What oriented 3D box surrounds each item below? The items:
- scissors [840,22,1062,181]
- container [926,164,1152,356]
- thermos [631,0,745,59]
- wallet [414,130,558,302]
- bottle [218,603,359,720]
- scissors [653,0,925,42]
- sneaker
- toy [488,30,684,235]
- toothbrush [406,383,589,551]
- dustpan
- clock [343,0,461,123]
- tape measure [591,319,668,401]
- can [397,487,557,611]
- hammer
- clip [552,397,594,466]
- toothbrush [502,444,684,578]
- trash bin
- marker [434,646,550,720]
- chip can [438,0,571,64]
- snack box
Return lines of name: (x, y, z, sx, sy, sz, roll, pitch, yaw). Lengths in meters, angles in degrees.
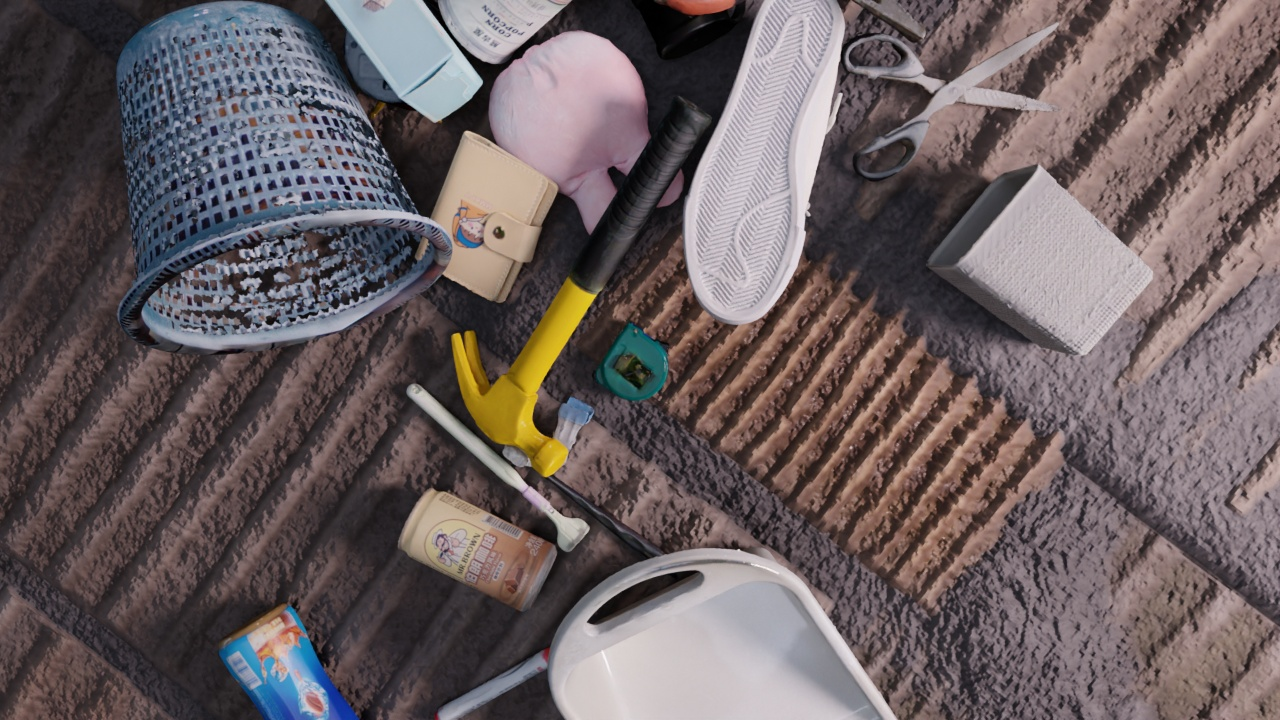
scissors: (0.226, -0.202, 0.685, 0.159, 0.014, 0.181, 37, 105, -17)
container: (0.288, -0.068, 0.664, 0.114, 0.090, 0.090, 39, 98, -2)
thermos: (0.001, -0.353, 0.686, 0.089, 0.069, 0.242, -26, 94, -25)
wallet: (-0.119, -0.107, 0.716, 0.087, 0.024, 0.115, 28, 116, -2)
bottle: (-0.265, 0.308, 0.759, 0.065, 0.065, 0.218, -31, 92, 7)
scissors: (0.100, -0.281, 0.625, 0.227, 0.015, 0.189, -12, 73, 1)
sneaker: (0.090, -0.145, 0.677, 0.089, 0.090, 0.242, 15, 93, 9)
toy: (-0.042, -0.170, 0.704, 0.121, 0.054, 0.159, -34, 94, 14)
toothbrush: (-0.120, 0.084, 0.750, 0.189, 0.020, 0.029, 41, 67, 2)
dustpan: (0.054, 0.252, 0.686, 0.223, 0.142, 0.257, -28, 90, 7)
clock: (-0.180, -0.249, 0.711, 0.082, 0.055, 0.122, 5, 94, 6)
tape measure: (-0.004, 0.004, 0.729, 0.054, 0.025, 0.058, 33, 98, 3)
can: (-0.130, 0.151, 0.736, 0.116, 0.058, 0.058, 25, 96, 3)
hammer: (-0.042, -0.060, 0.689, 0.129, 0.032, 0.301, 39, 110, 13)
clip: (-0.061, 0.060, 0.742, 0.027, 0.043, 0.058, 27, 104, 0)
toothbrush: (-0.038, 0.123, 0.747, 0.181, 0.018, 0.016, 36, 100, 0)
trash bin: (-0.273, -0.135, 0.664, 0.227, 0.226, 0.195, -21, 80, 7)
marker: (-0.108, 0.265, 0.764, 0.145, 0.017, 0.017, -31, 91, 7)
chip can: (-0.048, -0.298, 0.639, 0.215, 0.071, 0.071, -28, 92, 35)
snack box: (-0.187, -0.255, 0.645, 0.051, 0.074, 0.175, -37, 88, 5)
